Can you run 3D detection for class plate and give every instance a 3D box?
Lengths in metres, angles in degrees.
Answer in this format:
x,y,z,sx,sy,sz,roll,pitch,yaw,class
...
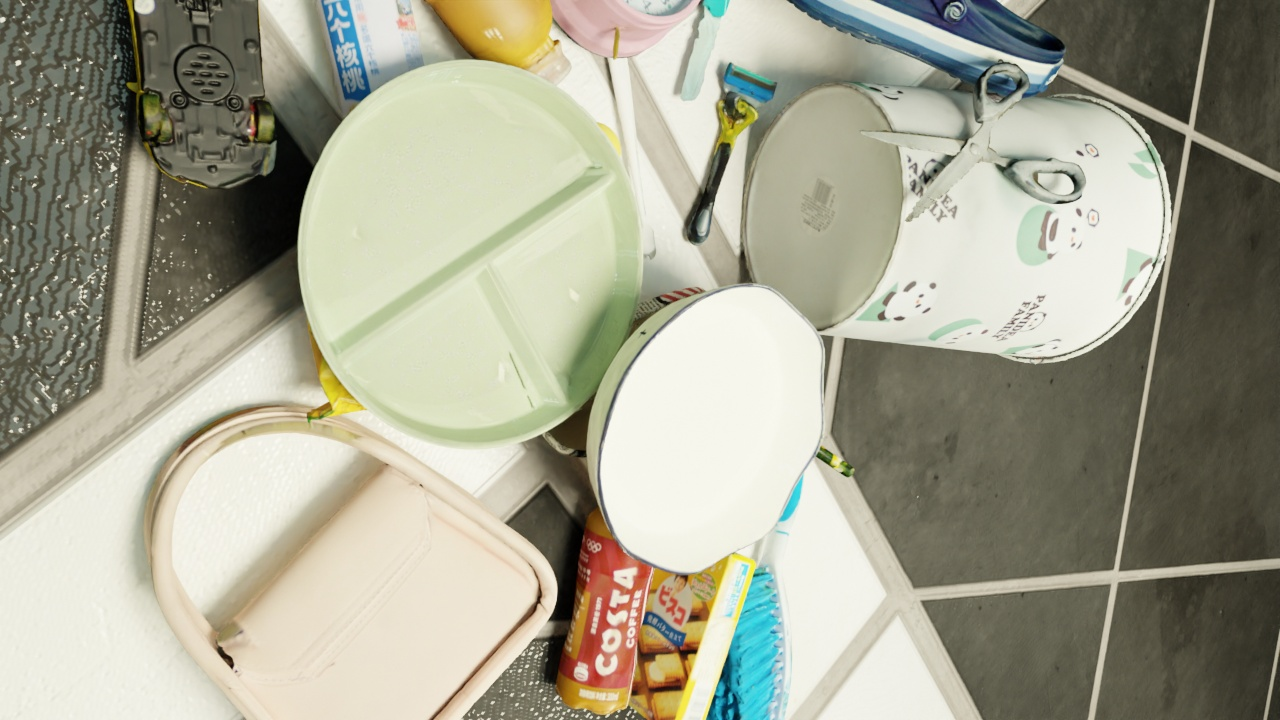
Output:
x,y,z,sx,sy,sz,roll,pitch,yaw,class
0.045,0.045,0.639,0.204,0.045,0.205,-14,114,-33,plate
-0.094,-0.061,0.553,0.229,0.027,0.230,-5,98,-38,plate

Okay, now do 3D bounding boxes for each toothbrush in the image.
x,y,z,sx,sy,sz,roll,pitch,yaw,class
0.109,0.045,0.758,0.186,0.012,0.017,34,65,-18,toothbrush
-0.010,-0.163,0.672,0.016,0.016,0.180,-17,104,-36,toothbrush

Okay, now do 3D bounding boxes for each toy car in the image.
x,y,z,sx,sy,sz,roll,pitch,yaw,class
-0.239,-0.170,0.493,0.071,0.041,0.156,-9,100,-33,toy car

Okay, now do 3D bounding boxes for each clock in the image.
x,y,z,sx,sy,sz,roll,pitch,yaw,class
0.002,-0.283,0.627,0.158,0.060,0.117,-50,116,-26,clock

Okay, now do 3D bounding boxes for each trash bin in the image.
x,y,z,sx,sy,sz,roll,pitch,yaw,class
0.235,-0.110,0.730,0.251,0.230,0.229,-1,97,-29,trash bin

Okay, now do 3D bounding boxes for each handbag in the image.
x,y,z,sx,sy,sz,roll,pitch,yaw,class
-0.187,0.131,0.561,0.193,0.093,0.234,-48,112,-19,handbag

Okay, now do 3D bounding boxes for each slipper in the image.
x,y,z,sx,sy,sz,roll,pitch,yaw,class
0.201,-0.280,0.674,0.095,0.253,0.104,-64,175,36,slipper

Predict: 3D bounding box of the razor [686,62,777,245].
x,y,z,sx,sy,sz,roll,pitch,yaw,class
0.064,-0.157,0.718,0.042,0.022,0.142,18,89,-9,razor

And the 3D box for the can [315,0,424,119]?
x,y,z,sx,sy,sz,roll,pitch,yaw,class
-0.153,-0.163,0.547,0.053,0.053,0.135,-19,107,-31,can

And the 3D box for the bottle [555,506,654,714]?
x,y,z,sx,sy,sz,roll,pitch,yaw,class
-0.021,0.169,0.685,0.057,0.057,0.175,10,91,-35,bottle

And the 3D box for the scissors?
x,y,z,sx,sy,sz,roll,pitch,yaw,class
0.225,-0.144,0.611,0.181,0.014,0.159,18,65,-14,scissors

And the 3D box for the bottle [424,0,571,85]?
x,y,z,sx,sy,sz,roll,pitch,yaw,class
-0.110,-0.246,0.555,0.068,0.068,0.189,-49,121,-19,bottle

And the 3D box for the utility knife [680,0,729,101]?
x,y,z,sx,sy,sz,roll,pitch,yaw,class
0.064,-0.300,0.701,0.029,0.013,0.222,20,83,-37,utility knife

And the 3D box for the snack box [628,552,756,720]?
x,y,z,sx,sy,sz,roll,pitch,yaw,class
0.030,0.206,0.708,0.033,0.087,0.140,25,83,-35,snack box

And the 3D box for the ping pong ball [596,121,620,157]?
x,y,z,sx,sy,sz,roll,pitch,yaw,class
-0.034,-0.146,0.640,0.040,0.040,0.040,-6,100,-34,ping pong ball

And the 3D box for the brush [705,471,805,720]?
x,y,z,sx,sy,sz,roll,pitch,yaw,class
0.102,0.177,0.779,0.109,0.061,0.314,-4,97,-40,brush

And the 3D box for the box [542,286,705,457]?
x,y,z,sx,sy,sz,roll,pitch,yaw,class
-0.005,0.002,0.661,0.162,0.076,0.087,-26,123,-26,box

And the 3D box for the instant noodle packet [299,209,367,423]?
x,y,z,sx,sy,sz,roll,pitch,yaw,class
-0.152,-0.026,0.563,0.110,0.044,0.128,-3,90,-37,instant noodle packet
